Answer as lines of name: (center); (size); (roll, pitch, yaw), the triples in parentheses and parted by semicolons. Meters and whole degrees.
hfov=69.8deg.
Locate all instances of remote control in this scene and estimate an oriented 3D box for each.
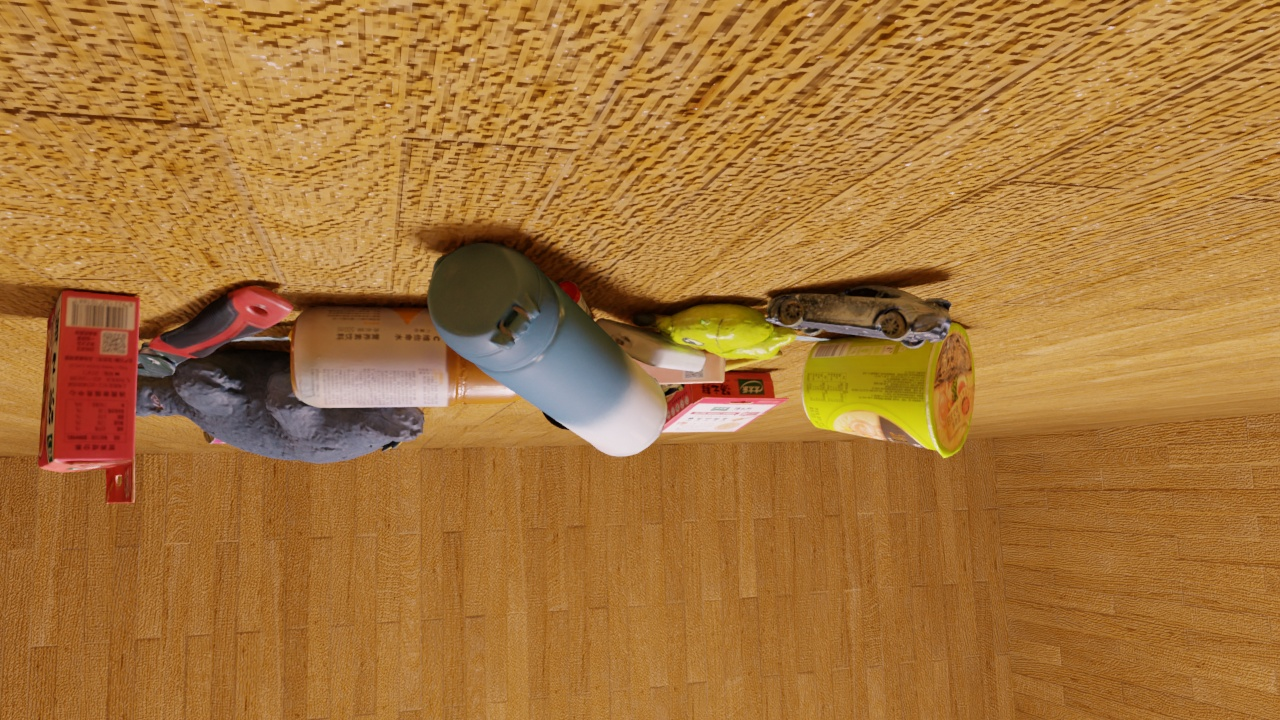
remote control: (0.009, -0.010, 0.688); (0.056, 0.020, 0.136); (23, -176, 17)

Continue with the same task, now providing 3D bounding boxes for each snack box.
snack box: (0.090, 0.045, 1.072); (0.113, 0.044, 0.127); (2, 158, -24)
snack box: (-0.354, 0.028, 0.585); (0.044, 0.127, 0.113); (4, 170, -37)
snack box: (-0.005, 0.005, 0.801); (0.157, 0.026, 0.084); (-2, -174, 6)

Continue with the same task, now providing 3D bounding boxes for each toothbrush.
toothbrush: (0.092, -0.001, 0.895); (0.015, 0.016, 0.190); (0, 174, -17)

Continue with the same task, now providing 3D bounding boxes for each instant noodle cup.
instant noodle cup: (0.210, 0.023, 0.793); (0.124, 0.111, 0.111); (2, 176, 38)

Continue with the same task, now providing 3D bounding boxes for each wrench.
wrench: (-0.313, -0.017, 0.633); (0.274, 0.016, 0.056); (-10, 147, 41)

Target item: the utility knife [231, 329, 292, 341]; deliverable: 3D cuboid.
utility knife: (-0.212, -0.019, 0.680); (0.216, 0.015, 0.033); (-1, 172, -8)

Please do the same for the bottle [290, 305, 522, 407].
bottle: (-0.137, -0.002, 0.627); (0.189, 0.068, 0.068); (0, 172, -15)

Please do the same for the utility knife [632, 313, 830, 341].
utility knife: (0.075, -0.026, 0.725); (0.204, 0.021, 0.031); (-1, 178, -36)

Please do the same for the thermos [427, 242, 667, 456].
thermos: (-0.048, -0.001, 0.546); (0.070, 0.070, 0.220); (-4, 158, 20)

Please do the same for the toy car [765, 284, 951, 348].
toy car: (0.143, -0.031, 0.607); (0.121, 0.037, 0.054); (5, 178, 30)

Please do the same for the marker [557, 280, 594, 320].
marker: (-0.042, -0.032, 0.622); (0.017, 0.017, 0.145); (-2, 172, 2)

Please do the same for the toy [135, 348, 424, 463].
toy: (-0.295, 0.037, 0.756); (0.357, 0.091, 0.137); (3, 176, 24)

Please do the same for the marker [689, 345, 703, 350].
marker: (-0.009, -0.015, 0.772); (0.124, 0.015, 0.018); (0, -175, 11)

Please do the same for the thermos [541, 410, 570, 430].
thermos: (-0.052, 0.047, 1.030); (0.090, 0.068, 0.242); (13, 177, 14)

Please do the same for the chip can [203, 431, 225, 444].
chip can: (-0.373, 0.060, 1.031); (0.210, 0.071, 0.072); (5, 170, -40)

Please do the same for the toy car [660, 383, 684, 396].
toy car: (0.005, 0.019, 0.930); (0.070, 0.042, 0.158); (-3, 175, 15)

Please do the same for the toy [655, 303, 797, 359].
toy: (0.064, -0.021, 0.663); (0.097, 0.031, 0.100); (-2, 167, 12)
